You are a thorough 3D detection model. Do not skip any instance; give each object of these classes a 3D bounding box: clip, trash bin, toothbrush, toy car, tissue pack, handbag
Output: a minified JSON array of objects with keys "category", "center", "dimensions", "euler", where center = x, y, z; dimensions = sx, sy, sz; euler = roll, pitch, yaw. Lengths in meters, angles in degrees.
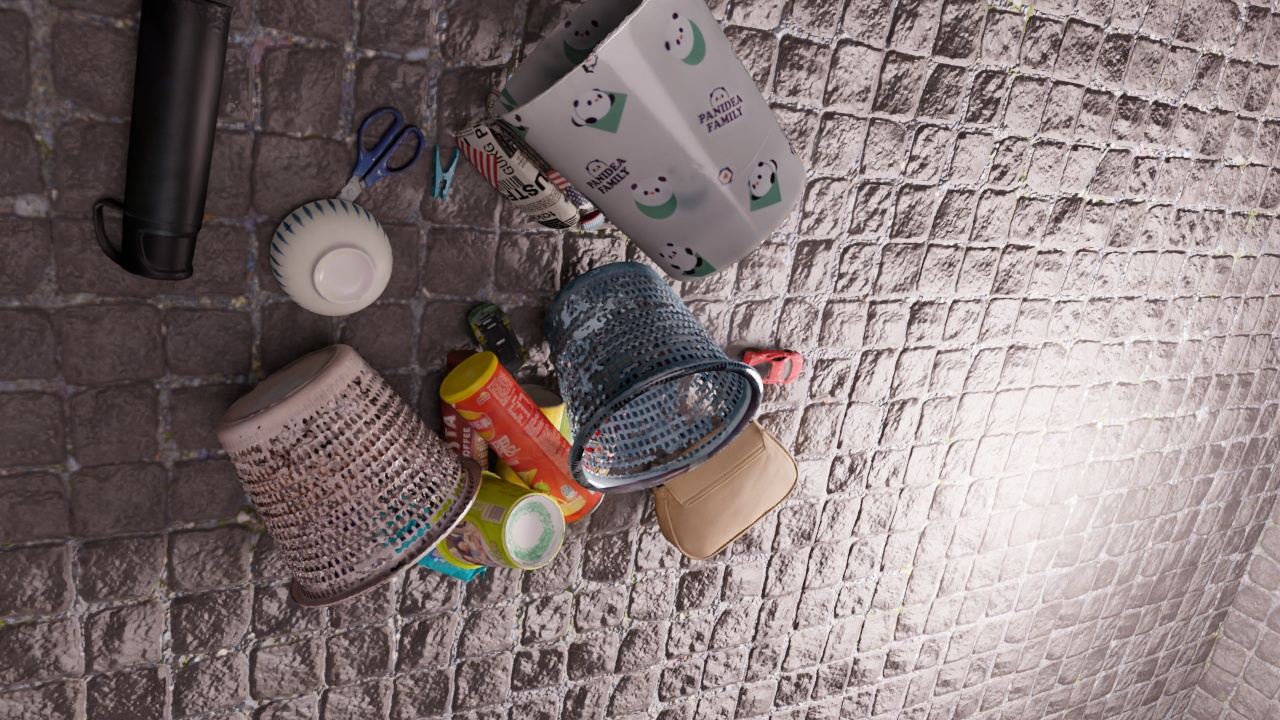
[{"category":"clip","center":[-0.205,-0.195,0.953],"dimensions":[0.039,0.014,0.056],"euler":[2,111,-30]},{"category":"trash bin","center":[0.021,-0.228,0.910],"dimensions":[0.229,0.229,0.252],"euler":[-47,116,-5]},{"category":"toothbrush","center":[0.008,-0.199,1.076],"dimensions":[0.187,0.016,0.017],"euler":[-31,133,-16]},{"category":"toy car","center":[-0.163,-0.024,1.040],"dimensions":[0.043,0.036,0.091],"euler":[-34,123,-15]},{"category":"toy car","center":[0.183,0.010,1.264],"dimensions":[0.106,0.031,0.049],"euler":[0,112,-33]},{"category":"trash bin","center":[-0.304,0.100,0.920],"dimensions":[0.227,0.227,0.192],"euler":[-35,112,-13]},{"category":"toothbrush","center":[-0.096,0.133,1.126],"dimensions":[0.026,0.027,0.224],"euler":[5,95,-37]},{"category":"trash bin","center":[-0.006,0.006,1.025],"dimensions":[0.226,0.195,0.227],"euler":[-19,147,-13]},{"category":"tissue pack","center":[-0.243,0.204,1.061],"dimensions":[0.133,0.093,0.050],"euler":[34,88,-36]},{"category":"handbag","center":[0.107,0.168,1.253],"dimensions":[0.204,0.100,0.148],"euler":[-34,117,-14]}]

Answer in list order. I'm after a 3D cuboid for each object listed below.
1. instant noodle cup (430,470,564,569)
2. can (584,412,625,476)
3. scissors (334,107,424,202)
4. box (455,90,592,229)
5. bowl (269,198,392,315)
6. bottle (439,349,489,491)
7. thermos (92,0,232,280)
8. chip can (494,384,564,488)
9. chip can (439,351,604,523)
[{"category":"instant noodle cup","center":[-0.148,0.179,0.995],"dimensions":[0.111,0.124,0.111],"euler":[1,89,-42]},{"category":"can","center":[-0.050,0.097,1.150],"dimensions":[0.053,0.053,0.133],"euler":[18,101,-35]},{"category":"scissors","center":[-0.291,-0.181,0.910],"dimensions":[0.174,0.012,0.108],"euler":[-32,126,-13]},{"category":"box","center":[-0.113,-0.215,0.978],"dimensions":[0.162,0.076,0.087],"euler":[43,62,-34]},{"category":"bowl","center":[-0.298,-0.094,0.903],"dimensions":[0.116,0.066,0.117],"euler":[-16,124,-25]},{"category":"bottle","center":[-0.201,0.075,1.049],"dimensions":[0.057,0.057,0.175],"euler":[-8,115,-28]},{"category":"thermos","center":[-0.419,-0.196,0.796],"dimensions":[0.090,0.068,0.243],"euler":[13,106,-11]},{"category":"chip can","center":[-0.142,0.138,1.105],"dimensions":[0.072,0.072,0.213],"euler":[1,109,-31]},{"category":"chip can","center":[-0.125,0.087,1.010],"dimensions":[0.073,0.073,0.216],"euler":[-43,118,-8]}]
